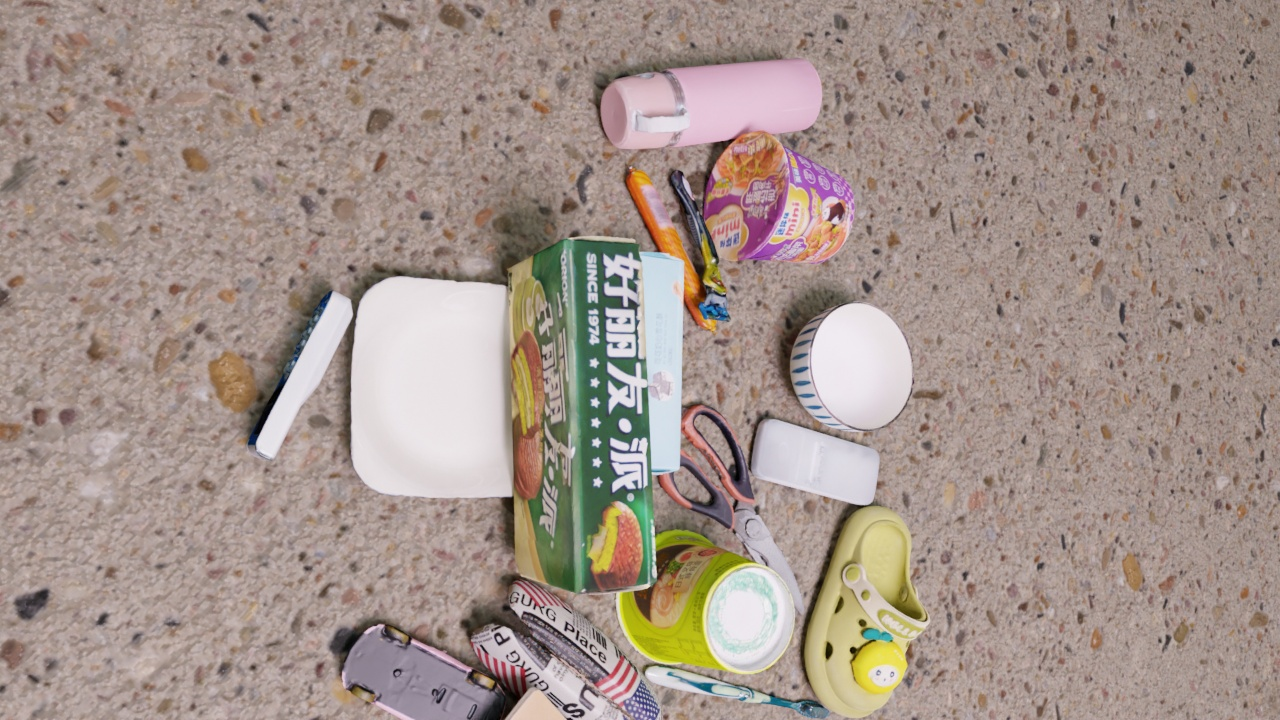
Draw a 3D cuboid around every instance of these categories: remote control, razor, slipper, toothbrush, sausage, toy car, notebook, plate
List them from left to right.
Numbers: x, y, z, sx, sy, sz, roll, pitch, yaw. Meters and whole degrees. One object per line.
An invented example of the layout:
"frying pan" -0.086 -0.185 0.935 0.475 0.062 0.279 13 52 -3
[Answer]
"remote control" -0.238 0.011 0.642 0.024 0.049 0.124 30 73 -23
"toy car" -0.156 0.236 0.667 0.122 0.037 0.056 31 69 -7
"plate" -0.138 0.022 0.698 0.163 0.034 0.164 4 83 -26
"notebook" -0.074 0.354 0.669 0.147 0.008 0.208 -47 124 -25
"sausage" 0.028 -0.095 0.798 0.021 0.021 0.165 -30 98 -26
"razor" 0.053 -0.103 0.797 0.042 0.022 0.142 5 66 -57
"toothbrush" 0.087 0.287 0.789 0.191 0.018 0.016 21 76 -23
"remote control" 0.162 0.094 0.844 0.136 0.020 0.055 17 78 -24
"slipper" 0.209 0.224 0.820 0.091 0.082 0.190 20 75 -20

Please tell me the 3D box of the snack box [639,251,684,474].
"snack box" -0.004 0.004 0.742 0.051 0.074 0.174 5 83 -26

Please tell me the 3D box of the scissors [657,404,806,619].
"scissors" 0.078 0.144 0.802 0.185 0.015 0.208 5 82 -27

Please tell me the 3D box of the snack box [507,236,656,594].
"snack box" -0.045 0.039 0.659 0.063 0.115 0.240 0 85 -28

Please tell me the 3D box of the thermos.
"thermos" 0.068 -0.221 0.796 0.198 0.087 0.067 -14 119 -28

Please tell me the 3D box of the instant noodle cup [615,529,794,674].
"instant noodle cup" 0.056 0.194 0.724 0.111 0.124 0.111 3 83 -26

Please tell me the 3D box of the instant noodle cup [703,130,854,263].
"instant noodle cup" 0.127 -0.134 0.808 0.099 0.112 0.111 9 81 -32

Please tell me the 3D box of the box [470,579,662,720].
"box" -0.047 0.233 0.710 0.163 0.076 0.087 44 48 -12

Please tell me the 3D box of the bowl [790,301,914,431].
"bowl" 0.183 0.009 0.838 0.116 0.066 0.116 4 82 -26
